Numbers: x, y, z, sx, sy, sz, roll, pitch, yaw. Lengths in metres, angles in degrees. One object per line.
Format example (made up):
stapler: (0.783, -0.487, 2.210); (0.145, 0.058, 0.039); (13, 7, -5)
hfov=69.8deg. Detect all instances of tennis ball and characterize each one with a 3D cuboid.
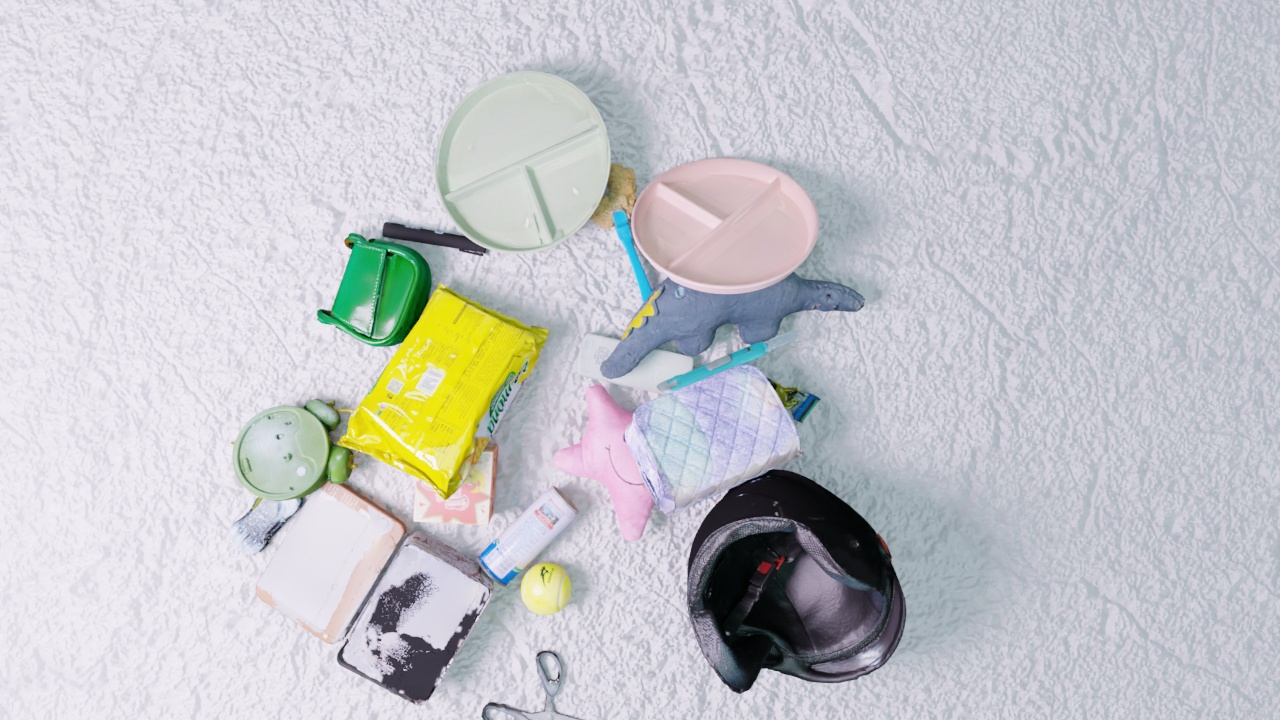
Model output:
tennis ball: (-0.121, 0.292, 1.173); (0.065, 0.065, 0.065); (0, 92, -5)

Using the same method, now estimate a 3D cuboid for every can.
can: (-0.143, 0.224, 1.175); (0.134, 0.053, 0.053); (-44, 94, -2)

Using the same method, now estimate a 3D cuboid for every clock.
clock: (-0.420, 0.111, 1.137); (0.161, 0.056, 0.116); (-22, 77, -7)

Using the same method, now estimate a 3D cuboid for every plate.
plate: (0.104, -0.167, 1.134); (0.229, 0.028, 0.229); (-1, 52, 1)
plate: (-0.146, -0.245, 1.146); (0.230, 0.027, 0.230); (0, 88, 11)

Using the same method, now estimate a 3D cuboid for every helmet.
helmet: (0.186, 0.265, 1.118); (0.274, 0.229, 0.234); (38, 115, -18)

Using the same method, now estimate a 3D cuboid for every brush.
brush: (-0.014, -0.140, 1.181); (0.083, 0.046, 0.254); (-22, 98, -5)

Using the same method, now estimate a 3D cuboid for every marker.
marker: (-0.262, -0.155, 1.171); (0.132, 0.020, 0.022); (10, 85, -5)

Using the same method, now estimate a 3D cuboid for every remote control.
remote control: (-0.007, 0.007, 1.195); (0.150, 0.021, 0.058); (13, 91, -5)

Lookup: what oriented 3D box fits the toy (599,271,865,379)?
toy: (0.112, -0.074, 1.164); (0.356, 0.091, 0.138); (-13, 103, -9)

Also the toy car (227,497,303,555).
toy car: (-0.475, 0.198, 1.160); (0.049, 0.031, 0.105); (41, 88, -5)

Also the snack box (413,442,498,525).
snack box: (-0.230, 0.152, 1.154); (0.093, 0.077, 0.094); (4, 92, -5)

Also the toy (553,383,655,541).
toy: (-0.009, 0.112, 1.172); (0.178, 0.075, 0.194); (-42, 93, -10)

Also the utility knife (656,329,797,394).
utility knife: (0.110, 0.002, 1.168); (0.193, 0.029, 0.013); (-23, 136, 5)

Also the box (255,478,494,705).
box: (-0.336, 0.286, 1.148); (0.262, 0.088, 0.178); (32, 89, -6)

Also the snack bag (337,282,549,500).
snack bag: (-0.237, 0.030, 1.110); (0.158, 0.068, 0.246); (26, 68, 5)

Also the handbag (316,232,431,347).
handbag: (-0.331, -0.087, 1.149); (0.120, 0.068, 0.131); (21, 91, 2)

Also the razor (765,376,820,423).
razor: (0.166, 0.031, 1.203); (0.142, 0.022, 0.043); (30, 105, -13)

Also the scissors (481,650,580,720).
scissors: (-0.124, 0.470, 1.205); (0.159, 0.014, 0.177); (-15, 94, -4)

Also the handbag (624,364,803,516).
handbag: (0.087, 0.095, 1.126); (0.193, 0.076, 0.134); (-20, 68, -21)
